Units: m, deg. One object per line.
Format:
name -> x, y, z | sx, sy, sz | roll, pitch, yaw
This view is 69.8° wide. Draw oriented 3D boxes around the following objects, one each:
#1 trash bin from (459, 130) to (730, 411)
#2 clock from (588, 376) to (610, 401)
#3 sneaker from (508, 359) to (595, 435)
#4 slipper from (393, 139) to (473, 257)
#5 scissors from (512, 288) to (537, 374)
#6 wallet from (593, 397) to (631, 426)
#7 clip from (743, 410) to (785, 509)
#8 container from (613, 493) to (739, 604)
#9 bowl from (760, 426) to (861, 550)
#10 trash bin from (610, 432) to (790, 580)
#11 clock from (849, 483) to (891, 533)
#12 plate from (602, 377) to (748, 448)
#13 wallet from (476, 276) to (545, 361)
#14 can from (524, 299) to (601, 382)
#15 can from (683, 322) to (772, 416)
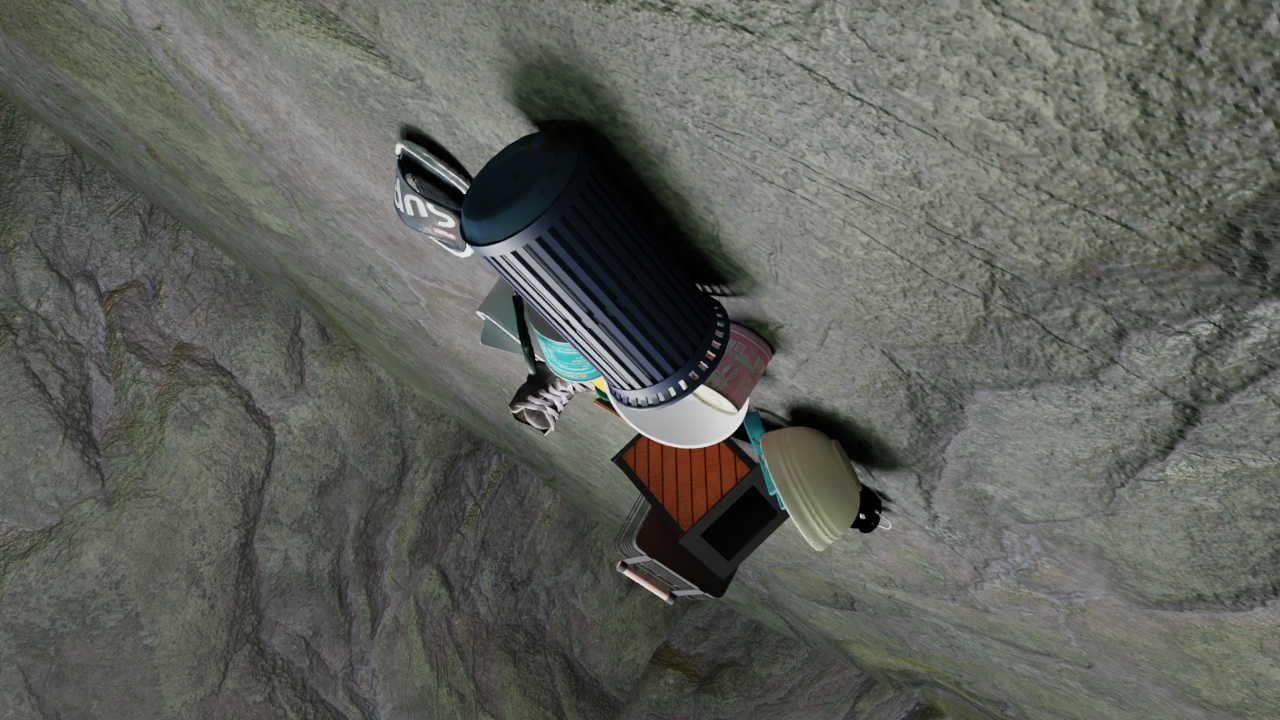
trash bin -> -0.040, -0.079, 0.821 | 0.139, 0.139, 0.249 | 16, 156, 47
clock -> -0.041, 0.025, 1.279 | 0.130, 0.043, 0.099 | 13, 156, 37
sneaker -> -0.126, 0.052, 1.438 | 0.095, 0.119, 0.235 | 40, 161, -27
slipper -> -0.243, -0.171, 1.079 | 0.111, 0.063, 0.264 | 33, 168, -3
scissors -> -0.142, -0.083, 1.021 | 0.202, 0.015, 0.205 | 84, 170, -63
wallet -> -0.015, 0.091, 1.495 | 0.121, 0.013, 0.087 | 30, -171, 8
clip -> 0.169, 0.129, 1.148 | 0.120, 0.030, 0.130 | 42, -155, -61
container -> 0.080, 0.247, 1.438 | 0.163, 0.240, 0.130 | 34, 157, -8
bowl -> 0.208, 0.137, 1.067 | 0.151, 0.075, 0.150 | 54, -162, -26
trash bin -> 0.085, 0.167, 1.239 | 0.172, 0.139, 0.140 | 45, 178, 44
clock -> 0.277, 0.190, 1.215 | 0.121, 0.042, 0.091 | 27, 164, 20
plate -> 0.043, 0.019, 1.054 | 0.174, 0.036, 0.174 | 11, 124, 16
wallet -> -0.148, -0.049, 1.164 | 0.118, 0.115, 0.038 | 41, 163, -29
can -> -0.075, -0.043, 1.073 | 0.099, 0.099, 0.144 | 29, 165, 11
can -> 0.091, 0.009, 0.948 | 0.067, 0.076, 0.067 | 30, 165, 9
